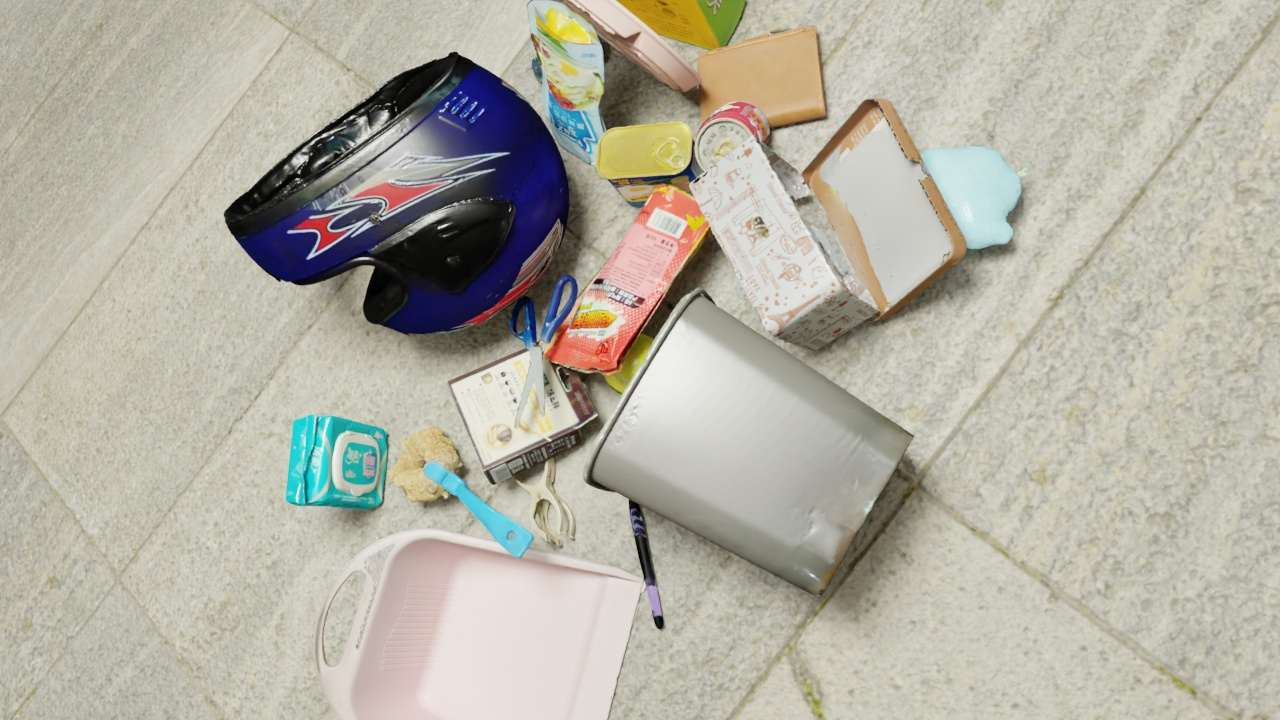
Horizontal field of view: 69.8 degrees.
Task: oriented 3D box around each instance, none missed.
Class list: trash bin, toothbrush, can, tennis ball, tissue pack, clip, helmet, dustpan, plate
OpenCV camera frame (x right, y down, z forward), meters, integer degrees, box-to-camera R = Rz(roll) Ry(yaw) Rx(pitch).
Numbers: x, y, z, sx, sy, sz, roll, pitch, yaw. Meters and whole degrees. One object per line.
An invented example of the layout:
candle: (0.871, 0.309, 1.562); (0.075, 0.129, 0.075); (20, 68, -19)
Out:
trash bin: (0.102, 0.080, 0.806); (0.220, 0.199, 0.198); (29, 87, 17)
toothbrush: (-0.001, 0.170, 0.907); (0.014, 0.017, 0.189); (-13, 72, 1)
can: (0.092, -0.220, 0.921); (0.066, 0.093, 0.067); (6, 115, 12)
tennis ball: (-0.005, 0.005, 0.925); (0.065, 0.065, 0.065); (-5, 75, 18)
tissue pack: (-0.322, 0.110, 0.976); (0.050, 0.133, 0.093); (-1, 80, 15)
clip: (-0.098, 0.141, 0.943); (0.071, 0.034, 0.100); (-32, 60, 10)
helmet: (-0.222, -0.144, 0.942); (0.315, 0.240, 0.247); (-33, 29, 2)
dustpan: (-0.160, 0.280, 0.871); (0.274, 0.139, 0.222); (9, 79, 22)
can: (0.016, -0.202, 0.960); (0.102, 0.083, 0.057); (0, 76, 19)
plate: (-0.034, -0.347, 0.939); (0.229, 0.229, 0.028); (43, 103, 24)

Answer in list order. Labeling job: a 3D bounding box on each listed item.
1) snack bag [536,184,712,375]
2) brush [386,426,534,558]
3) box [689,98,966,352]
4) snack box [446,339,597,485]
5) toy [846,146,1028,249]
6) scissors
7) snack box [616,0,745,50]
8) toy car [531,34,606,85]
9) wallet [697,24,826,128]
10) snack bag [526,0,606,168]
snack bag: (-0.010, -0.077, 0.918); (0.129, 0.073, 0.207); (19, 70, 51)
brush: (-0.182, 0.133, 0.921); (0.255, 0.046, 0.083); (24, 76, 49)
box: (0.184, -0.129, 0.841); (0.188, 0.154, 0.182); (-34, 68, 24)
snack box: (-0.121, 0.048, 0.945); (0.125, 0.053, 0.113); (-24, 63, -10)
toy: (0.282, -0.160, 0.872); (0.156, 0.049, 0.161); (-30, 61, 18)
scissors: (-0.107, -0.013, 0.923); (0.157, 0.012, 0.165); (20, 78, 51)
snack box: (-0.007, -0.423, 0.984); (0.210, 0.157, 0.070); (25, 89, 23)
toy car: (-0.082, -0.349, 1.060); (0.091, 0.034, 0.043); (-26, 67, 10)
wallet: (0.126, -0.295, 0.973); (0.132, 0.031, 0.107); (-8, 77, 18)
snack bag: (-0.071, -0.278, 0.960); (0.110, 0.191, 0.038); (34, 67, 19)
